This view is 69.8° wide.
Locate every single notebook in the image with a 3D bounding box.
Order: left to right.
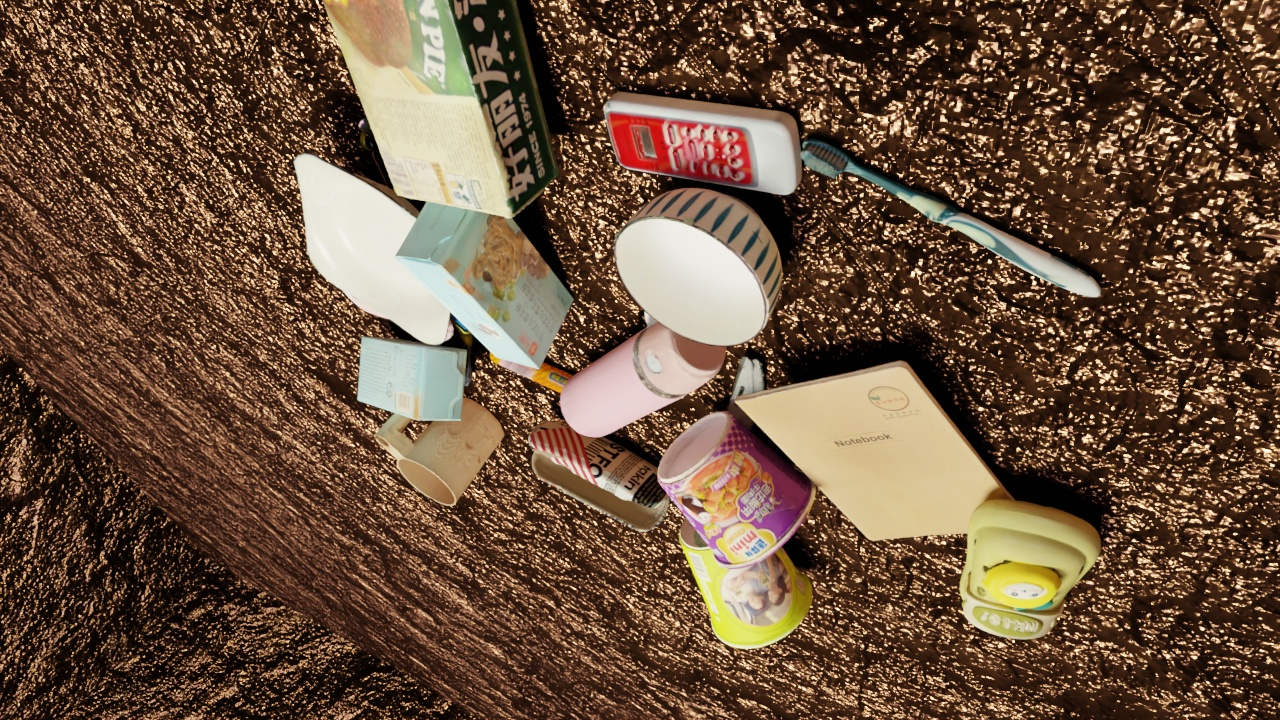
[{"bbox_3d":[0.189,0.080,0.712,0.148,0.008,0.207,-15,131,43],"label":"notebook"}]

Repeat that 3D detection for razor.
[{"bbox_3d":[-0.186,-0.016,0.966,0.042,0.022,0.143,41,151,20],"label":"razor"}]

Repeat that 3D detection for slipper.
[{"bbox_3d":[0.293,0.177,0.706,0.092,0.081,0.191,8,147,16],"label":"slipper"}]

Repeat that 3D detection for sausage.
[{"bbox_3d":[-0.086,0.018,0.918,0.165,0.021,0.021,23,147,19],"label":"sausage"}]

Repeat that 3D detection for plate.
[{"bbox_3d":[-0.225,-0.100,0.802,0.163,0.034,0.165,32,144,10],"label":"plate"}]

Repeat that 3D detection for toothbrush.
[{"bbox_3d":[0.178,-0.082,0.537,0.191,0.018,0.016,30,148,10],"label":"toothbrush"}]

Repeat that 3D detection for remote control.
[{"bbox_3d":[0.038,-0.140,0.591,0.136,0.020,0.056,17,143,28],"label":"remote control"}]

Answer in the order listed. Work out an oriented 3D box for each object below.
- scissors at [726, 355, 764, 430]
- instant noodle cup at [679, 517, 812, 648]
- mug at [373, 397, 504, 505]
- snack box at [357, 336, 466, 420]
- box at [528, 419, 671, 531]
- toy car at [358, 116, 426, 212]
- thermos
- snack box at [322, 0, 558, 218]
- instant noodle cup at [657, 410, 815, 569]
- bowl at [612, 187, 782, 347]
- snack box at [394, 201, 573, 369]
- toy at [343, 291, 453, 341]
[{"bbox_3d":[0.072,0.056,0.825,0.186,0.015,0.209,1,135,42],"label":"scissors"},{"bbox_3d":[0.099,0.204,0.921,0.112,0.111,0.123,-2,124,45],"label":"instant noodle cup"},{"bbox_3d":[-0.235,0.092,1.080,0.124,0.103,0.084,48,146,-20],"label":"mug"},{"bbox_3d":[-0.248,0.017,0.985,0.051,0.074,0.175,4,-178,-38],"label":"snack box"},{"bbox_3d":[-0.044,0.125,0.977,0.163,0.076,0.087,23,127,16],"label":"box"},{"bbox_3d":[-0.192,-0.156,0.773,0.056,0.037,0.122,12,138,30],"label":"toy car"},{"bbox_3d":[-0.005,0.005,0.791,0.199,0.067,0.087,-34,78,57],"label":"thermos"},{"bbox_3d":[-0.139,-0.215,0.595,0.115,0.063,0.240,14,136,30],"label":"snack box"},{"bbox_3d":[0.075,0.105,0.780,0.099,0.111,0.112,46,147,-16],"label":"instant noodle cup"},{"bbox_3d":[0.047,-0.072,0.630,0.116,0.066,0.117,25,148,17],"label":"bowl"},{"bbox_3d":[-0.120,-0.065,0.748,0.052,0.074,0.175,14,159,28],"label":"snack box"},{"bbox_3d":[-0.246,-0.083,0.898,0.159,0.054,0.122,34,140,8],"label":"toy"}]
